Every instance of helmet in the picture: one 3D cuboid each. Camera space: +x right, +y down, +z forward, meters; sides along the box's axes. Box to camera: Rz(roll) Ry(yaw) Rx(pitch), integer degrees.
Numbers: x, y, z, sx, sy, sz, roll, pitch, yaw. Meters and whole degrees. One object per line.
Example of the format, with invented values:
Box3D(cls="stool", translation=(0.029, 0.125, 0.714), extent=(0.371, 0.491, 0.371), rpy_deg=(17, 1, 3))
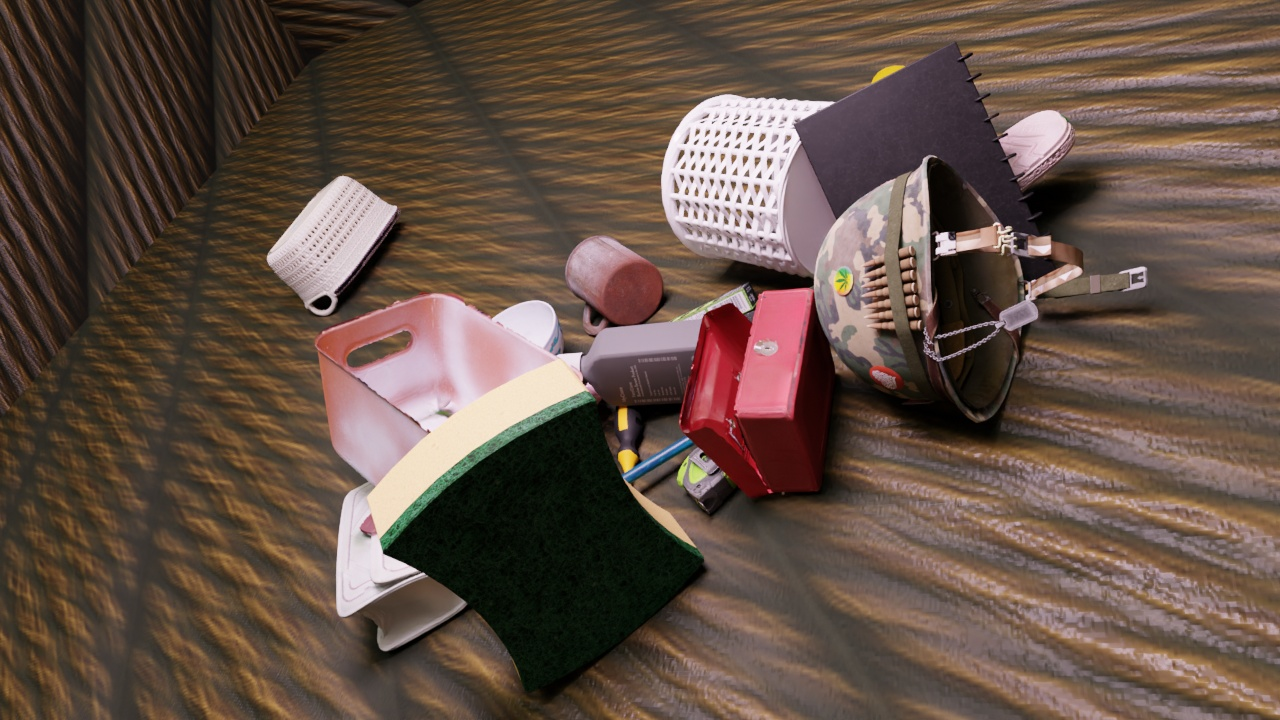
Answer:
Box3D(cls="helmet", translation=(0.265, -0.060, 0.769), extent=(0.237, 0.192, 0.224), rpy_deg=(-30, 62, 36))

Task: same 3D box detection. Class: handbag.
Box3D(cls="handbag", translation=(-0.253, 0.196, 1.004), extent=(0.142, 0.096, 0.198), rpy_deg=(-32, 34, 5))

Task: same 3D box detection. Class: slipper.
Box3D(cls="slipper", translation=(0.332, -0.147, 0.922), extent=(0.240, 0.064, 0.094), rpy_deg=(-41, 30, 17))

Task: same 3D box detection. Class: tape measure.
Box3D(cls="tape measure", translation=(0.067, 0.106, 0.884), extent=(0.065, 0.036, 0.059), rpy_deg=(-45, 36, -11))

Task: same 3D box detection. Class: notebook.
Box3D(cls="notebook", translation=(0.270, -0.156, 0.865), extent=(0.169, 0.231, 0.019), rpy_deg=(-24, 4, 17))

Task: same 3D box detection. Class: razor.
Box3D(cls="razor", translation=(0.038, 0.090, 0.924), extent=(0.144, 0.022, 0.042), rpy_deg=(-27, 35, -1))

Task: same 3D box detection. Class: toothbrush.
Box3D(cls="toothbrush", translation=(-0.013, 0.099, 0.969), extent=(0.031, 0.031, 0.196), rpy_deg=(-17, 44, 17))

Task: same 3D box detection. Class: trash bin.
Box3D(cls="trash bin", translation=(-0.206, 0.059, 0.982), extent=(0.260, 0.158, 0.181), rpy_deg=(30, 39, 32))

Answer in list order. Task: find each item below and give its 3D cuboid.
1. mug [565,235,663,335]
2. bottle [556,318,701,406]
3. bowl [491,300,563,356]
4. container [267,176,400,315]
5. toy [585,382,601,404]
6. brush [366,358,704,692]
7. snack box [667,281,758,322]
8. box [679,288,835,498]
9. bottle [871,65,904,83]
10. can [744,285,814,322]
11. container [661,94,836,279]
Box3D(cls="mug", translation=(-0.039, -0.085, 1.158), extent=(0.110, 0.096, 0.123), rpy_deg=(42, 117, 58))
Box3D(cls="bottle", translation=(-0.006, 0.006, 0.977), extent=(0.174, 0.084, 0.046), rpy_deg=(-4, 44, 13))
Box3D(cls="bowl", translation=(-0.148, 0.003, 1.149), extent=(0.144, 0.074, 0.143), rpy_deg=(-23, 38, 19))
Box3D(cls="container", translation=(-0.567, -0.220, 1.697), extent=(0.185, 0.143, 0.250), rpy_deg=(-20, 36, 45))
Box3D(cls="toy", translation=(-0.077, 0.047, 1.056), extent=(0.096, 0.053, 0.099), rpy_deg=(-35, 33, 16))
Box3D(cls="brush", translation=(-0.081, 0.145, 0.780), extent=(0.195, 0.250, 0.075), rpy_deg=(-36, 35, -5))
Box3D(cls="snack box", translation=(0.058, -0.042, 1.032), extent=(0.148, 0.025, 0.080), rpy_deg=(-26, 4, 15))
Box3D(cls="box", translation=(0.126, 0.029, 0.844), extent=(0.118, 0.135, 0.157), rpy_deg=(-18, 41, 32))
Box3D(cls="bottle", translation=(0.290, -0.274, 1.095), extent=(0.071, 0.071, 0.163), rpy_deg=(-4, 47, 38))
Box3D(cls="can", translation=(0.167, -0.044, 0.952), extent=(0.138, 0.054, 0.053), rpy_deg=(-22, 38, 20))
Box3D(cls="container", translation=(0.153, -0.194, 1.018), extent=(0.189, 0.189, 0.187), rpy_deg=(-49, 38, -16))
